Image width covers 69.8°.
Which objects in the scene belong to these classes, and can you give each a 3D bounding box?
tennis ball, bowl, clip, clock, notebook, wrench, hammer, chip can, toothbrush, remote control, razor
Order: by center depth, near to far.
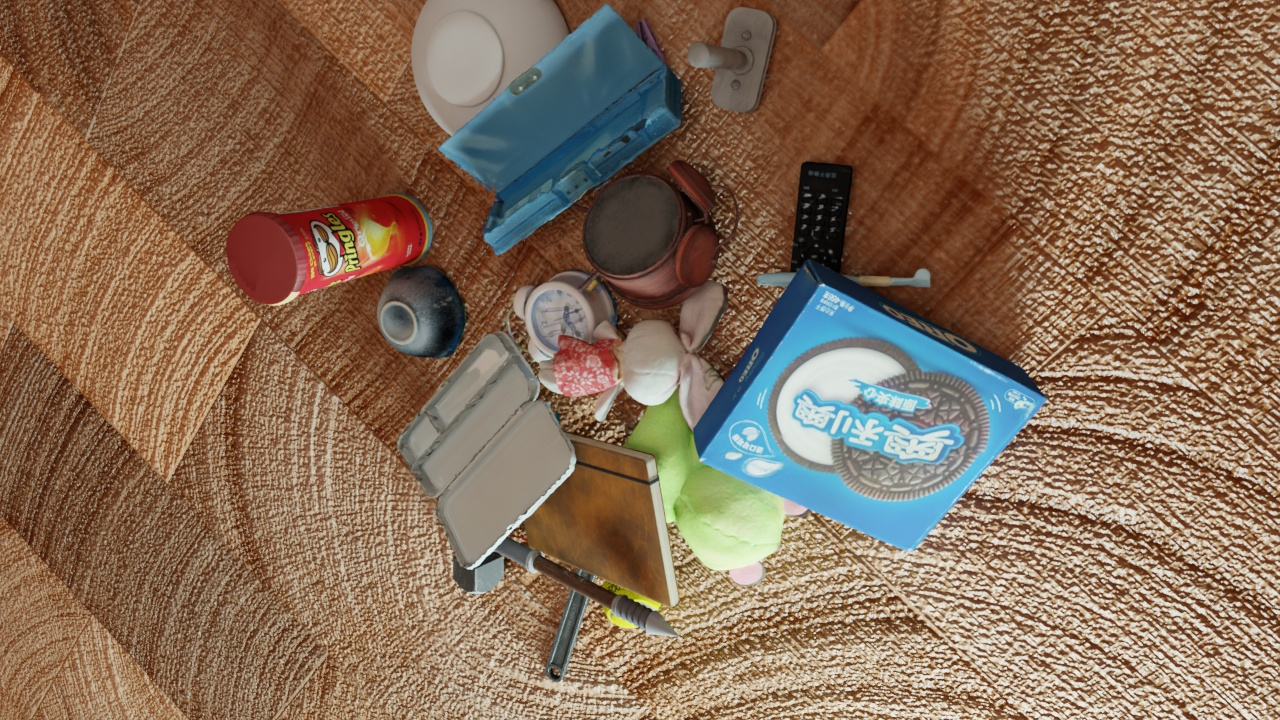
[{"bbox_3d":[0.071,-0.259,0.785,0.047,0.116,0.088,20,112,22],"label":"razor"},{"bbox_3d":[0.181,-0.073,0.828,0.155,0.016,0.022,2,141,20],"label":"toothbrush"},{"bbox_3d":[0.164,-0.106,0.845,0.047,0.022,0.150,11,111,19],"label":"remote control"},{"bbox_3d":[0.019,-0.117,0.848,0.158,0.072,0.120,-12,71,23],"label":"clock"},{"bbox_3d":[0.005,-0.290,0.863,0.043,0.014,0.051,-40,91,30],"label":"clip"},{"bbox_3d":[-0.158,-0.294,0.900,0.177,0.066,0.177,7,108,21],"label":"bowl"},{"bbox_3d":[-0.307,-0.119,0.933,0.087,0.212,0.087,7,108,21],"label":"chip can"},{"bbox_3d":[-0.086,-0.043,0.955,0.126,0.051,0.089,-15,100,29],"label":"clock"},{"bbox_3d":[-0.064,0.145,0.963,0.250,0.014,0.178,9,115,46],"label":"notebook"},{"bbox_3d":[-0.087,0.229,0.983,0.323,0.043,0.156,16,112,38],"label":"hammer"},{"bbox_3d":[-0.011,0.258,1.002,0.065,0.065,0.065,7,108,21],"label":"tennis ball"},{"bbox_3d":[-0.253,-0.048,1.021,0.110,0.055,0.110,7,108,22],"label":"bowl"},{"bbox_3d":[-0.068,0.267,1.057,0.073,0.018,0.274,25,115,17],"label":"wrench"}]

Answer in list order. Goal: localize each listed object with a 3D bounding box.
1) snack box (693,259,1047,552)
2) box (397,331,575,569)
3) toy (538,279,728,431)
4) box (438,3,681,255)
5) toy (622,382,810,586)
[{"bbox_3d":[0.194,0.047,0.805,0.238,0.056,0.196,24,116,-15],"label":"snack box"},{"bbox_3d":[-0.168,0.096,0.989,0.210,0.045,0.191,-48,63,25],"label":"box"},{"bbox_3d":[-0.005,0.005,0.881,0.194,0.084,0.159,-9,72,10],"label":"toy"},{"bbox_3d":[-0.083,-0.212,0.856,0.232,0.094,0.111,-30,125,28],"label":"box"},{"bbox_3d":[0.064,0.127,0.915,0.197,0.107,0.150,41,118,18],"label":"toy"}]
